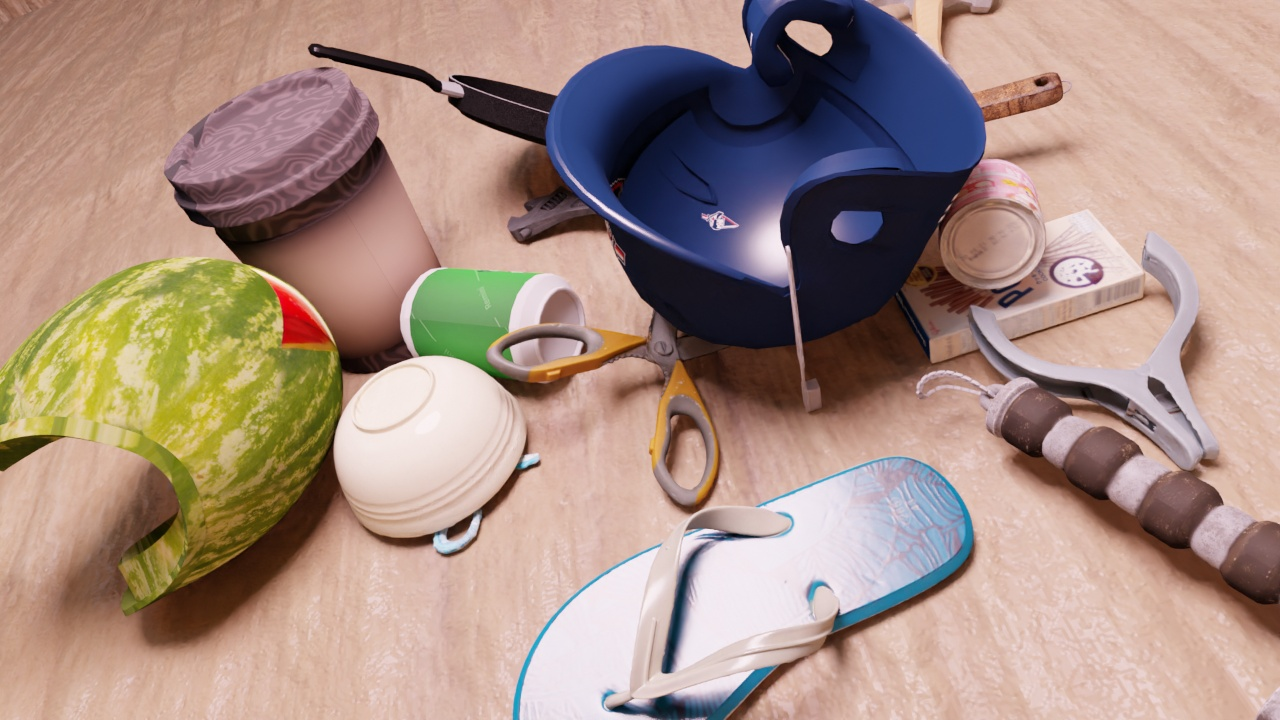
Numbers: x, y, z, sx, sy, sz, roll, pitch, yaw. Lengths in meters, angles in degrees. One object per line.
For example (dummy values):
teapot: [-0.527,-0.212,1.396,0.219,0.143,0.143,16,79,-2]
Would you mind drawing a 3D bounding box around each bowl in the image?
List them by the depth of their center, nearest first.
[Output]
bowl: [-0.169,0.050,0.690,0.151,0.075,0.150,-13,43,13]

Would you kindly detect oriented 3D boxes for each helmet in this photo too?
helmet: [0.066,-0.119,0.629,0.272,0.224,0.231,13,49,-18]
helmet: [-0.343,0.034,0.692,0.244,0.213,0.246,-31,24,20]

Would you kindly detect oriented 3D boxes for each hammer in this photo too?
hammer: [0.284,0.081,0.467,0.176,0.079,0.326,-35,43,-13]
hammer: [0.268,-0.275,0.857,0.131,0.039,0.327,7,52,8]

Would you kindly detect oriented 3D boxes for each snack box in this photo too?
snack box: [0.265,-0.054,0.655,0.150,0.026,0.081,-18,43,5]

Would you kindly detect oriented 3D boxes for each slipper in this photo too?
slipper: [0.053,0.132,0.522,0.294,0.060,0.118,-27,51,-6]

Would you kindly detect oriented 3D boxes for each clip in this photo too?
clip: [0.297,-0.022,0.582,0.165,0.032,0.165,19,65,28]

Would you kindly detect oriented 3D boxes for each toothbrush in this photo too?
toothbrush: [0.103,-0.015,0.573,0.010,0.182,0.010,-19,56,2]

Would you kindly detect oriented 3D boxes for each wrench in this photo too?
wrench: [-0.029,-0.146,0.846,0.274,0.018,0.073,0,45,43]

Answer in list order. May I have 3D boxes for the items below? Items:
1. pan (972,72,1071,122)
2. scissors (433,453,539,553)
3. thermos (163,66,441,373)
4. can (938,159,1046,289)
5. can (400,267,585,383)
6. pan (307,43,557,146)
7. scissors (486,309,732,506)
pan: [0.168,-0.182,0.772,0.358,0.040,0.207,-15,52,25]
scissors: [-0.143,0.088,0.703,0.140,0.011,0.133,-1,49,25]
thermos: [-0.270,-0.111,0.803,0.173,0.226,0.172,-13,43,12]
can: [0.237,-0.094,0.625,0.067,0.067,0.076,-4,29,20]
can: [-0.122,-0.030,0.758,0.140,0.088,0.087,6,49,29]
pan: [-0.130,-0.237,0.856,0.355,0.034,0.225,3,23,-36]
scissors: [-0.003,0.004,0.675,0.230,0.016,0.224,6,52,-4]
